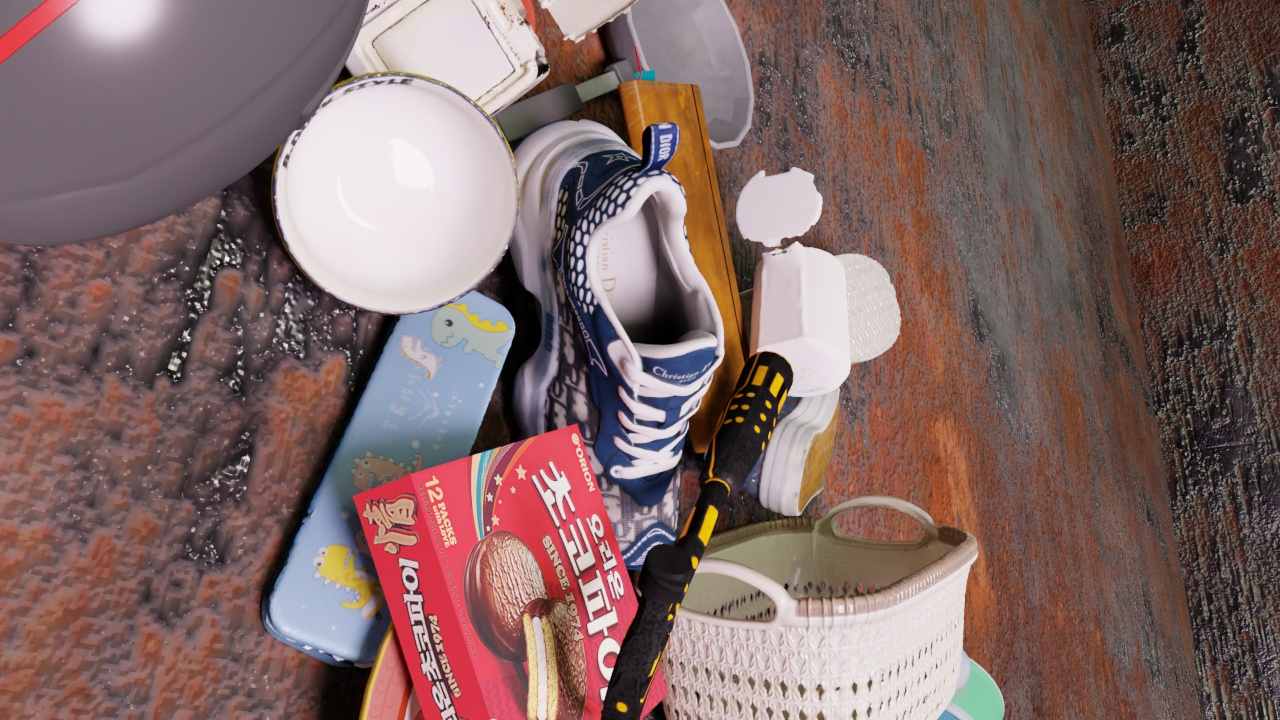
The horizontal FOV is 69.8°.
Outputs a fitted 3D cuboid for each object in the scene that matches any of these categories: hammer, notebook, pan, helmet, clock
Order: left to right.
[{"bbox_3d":[-0.189,-0.149,0.340,0.164,0.170,0.263,50,44,-29],"label":"helmet"},{"bbox_3d":[-0.013,-0.216,0.696,0.356,0.041,0.178,-43,112,-50],"label":"pan"},{"bbox_3d":[0.039,-0.083,0.643,0.178,0.014,0.249,-42,122,-67],"label":"notebook"},{"bbox_3d":[0.042,0.074,0.510,0.319,0.036,0.123,-52,159,-60],"label":"hammer"},{"bbox_3d":[0.231,0.279,0.769,0.075,0.122,0.162,-48,120,-47],"label":"clock"}]

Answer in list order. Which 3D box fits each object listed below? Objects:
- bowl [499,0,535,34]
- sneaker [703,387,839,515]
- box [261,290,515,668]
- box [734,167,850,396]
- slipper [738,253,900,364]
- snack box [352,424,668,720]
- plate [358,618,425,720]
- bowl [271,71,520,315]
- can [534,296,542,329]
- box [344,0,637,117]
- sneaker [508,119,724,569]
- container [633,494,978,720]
[{"bbox_3d":[-0.120,-0.224,0.566,0.122,0.035,0.121,21,62,-47],"label":"bowl"},{"bbox_3d":[0.110,0.066,0.738,0.235,0.079,0.087,-23,122,-69],"label":"sneaker"},{"bbox_3d":[-0.119,0.046,0.464,0.066,0.049,0.209,40,48,-33],"label":"box"},{"bbox_3d":[0.120,-0.063,0.720,0.112,0.085,0.162,42,43,-41],"label":"box"},{"bbox_3d":[0.150,-0.030,0.837,0.262,0.052,0.115,-15,94,-43],"label":"slipper"},{"bbox_3d":[-0.055,0.118,0.444,0.132,0.036,0.152,-12,82,-62],"label":"snack box"},{"bbox_3d":[-0.068,0.196,0.478,0.229,0.021,0.229,24,62,-57],"label":"plate"},{"bbox_3d":[-0.126,-0.088,0.468,0.117,0.067,0.117,-7,112,-19],"label":"bowl"},{"bbox_3d":[-0.012,-0.042,0.633,0.129,0.044,0.129,22,61,-47],"label":"can"},{"bbox_3d":[-0.101,-0.196,0.457,0.145,0.186,0.095,55,40,-15],"label":"box"},{"bbox_3d":[-0.003,0.003,0.509,0.103,0.132,0.269,-13,107,-27],"label":"sneaker"},{"bbox_3d":[0.117,0.180,0.621,0.245,0.185,0.143,-4,91,-52],"label":"container"}]
